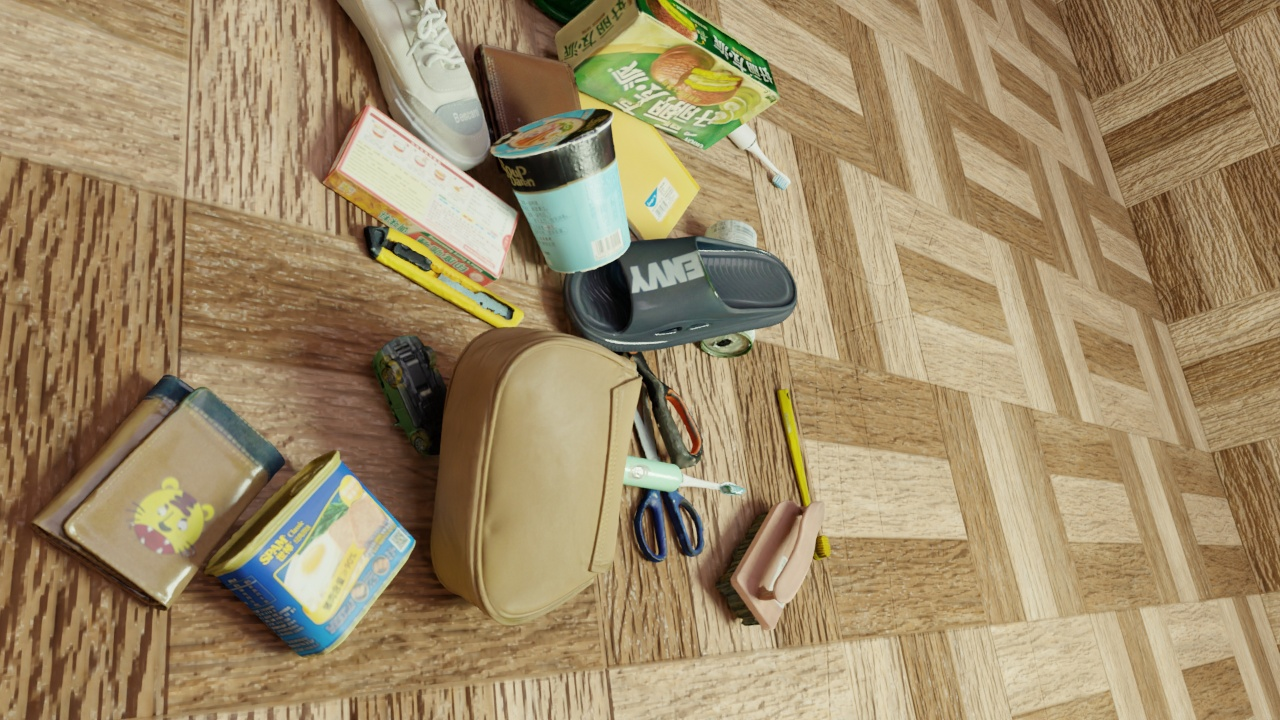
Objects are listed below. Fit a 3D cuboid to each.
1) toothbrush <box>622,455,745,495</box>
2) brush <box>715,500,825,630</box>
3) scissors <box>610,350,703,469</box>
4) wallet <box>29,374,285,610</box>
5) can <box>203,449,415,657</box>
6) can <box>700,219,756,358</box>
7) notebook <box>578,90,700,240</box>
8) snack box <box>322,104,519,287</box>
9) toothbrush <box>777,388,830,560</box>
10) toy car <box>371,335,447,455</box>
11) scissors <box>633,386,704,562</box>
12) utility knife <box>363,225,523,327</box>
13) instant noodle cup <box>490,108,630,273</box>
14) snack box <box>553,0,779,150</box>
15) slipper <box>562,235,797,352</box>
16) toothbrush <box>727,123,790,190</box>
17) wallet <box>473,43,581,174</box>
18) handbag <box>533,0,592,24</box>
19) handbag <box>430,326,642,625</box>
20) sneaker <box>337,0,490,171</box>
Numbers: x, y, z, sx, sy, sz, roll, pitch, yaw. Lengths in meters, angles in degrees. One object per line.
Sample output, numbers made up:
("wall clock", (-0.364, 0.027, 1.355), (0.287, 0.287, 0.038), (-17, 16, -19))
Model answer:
("toothbrush", (0.005, 0.100, 0.809), (0.224, 0.027, 0.026), (15, 84, -35))
("brush", (0.133, 0.187, 0.881), (0.063, 0.073, 0.145), (55, 40, -10))
("scissors", (-0.010, 0.005, 0.853), (0.221, 0.022, 0.233), (53, 43, -4))
("wallet", (-0.279, 0.075, 0.541), (0.090, 0.033, 0.115), (46, 48, -22))
("can", (-0.203, 0.122, 0.577), (0.083, 0.057, 0.101), (53, 43, -17))
("can", (0.094, -0.078, 0.981), (0.058, 0.058, 0.146), (29, 53, -34))
("notebook", (-0.023, -0.228, 0.970), (0.206, 0.010, 0.145), (49, 43, -17))
("snack box", (-0.174, -0.133, 0.753), (0.155, 0.027, 0.076), (34, 50, -30))
("toothbrush", (0.178, 0.121, 1.001), (0.015, 0.017, 0.190), (7, 66, -45))
("toy car", (-0.165, 0.027, 0.677), (0.043, 0.036, 0.091), (-28, 94, -51))
("scissors", (0.021, 0.106, 0.851), (0.140, 0.012, 0.170), (35, 48, -27))
("utility knife", (-0.157, -0.066, 0.747), (0.153, 0.015, 0.033), (31, 54, -33))
("instant noodle cup", (-0.062, -0.146, 0.810), (0.111, 0.111, 0.120), (-51, 133, -46))
("snack box", (0.033, -0.311, 0.977), (0.239, 0.115, 0.063), (11, 60, -48))
("slipper", (0.052, -0.080, 0.873), (0.267, 0.084, 0.110), (-7, 64, -31))
("toothbrush", (0.114, -0.289, 1.131), (0.221, 0.027, 0.026), (41, 85, -26))
("wallet", (-0.100, -0.234, 0.868), (0.101, 0.032, 0.124), (-7, 80, -39))
("handbag", (-0.041, -0.394, 0.943), (0.120, 0.132, 0.067), (35, 53, -33))
("handbag", (-0.078, 0.077, 0.664), (0.147, 0.100, 0.204), (1, 102, -43))
("sneaker", (-0.185, -0.280, 0.767), (0.089, 0.091, 0.242), (-38, 100, -47))
